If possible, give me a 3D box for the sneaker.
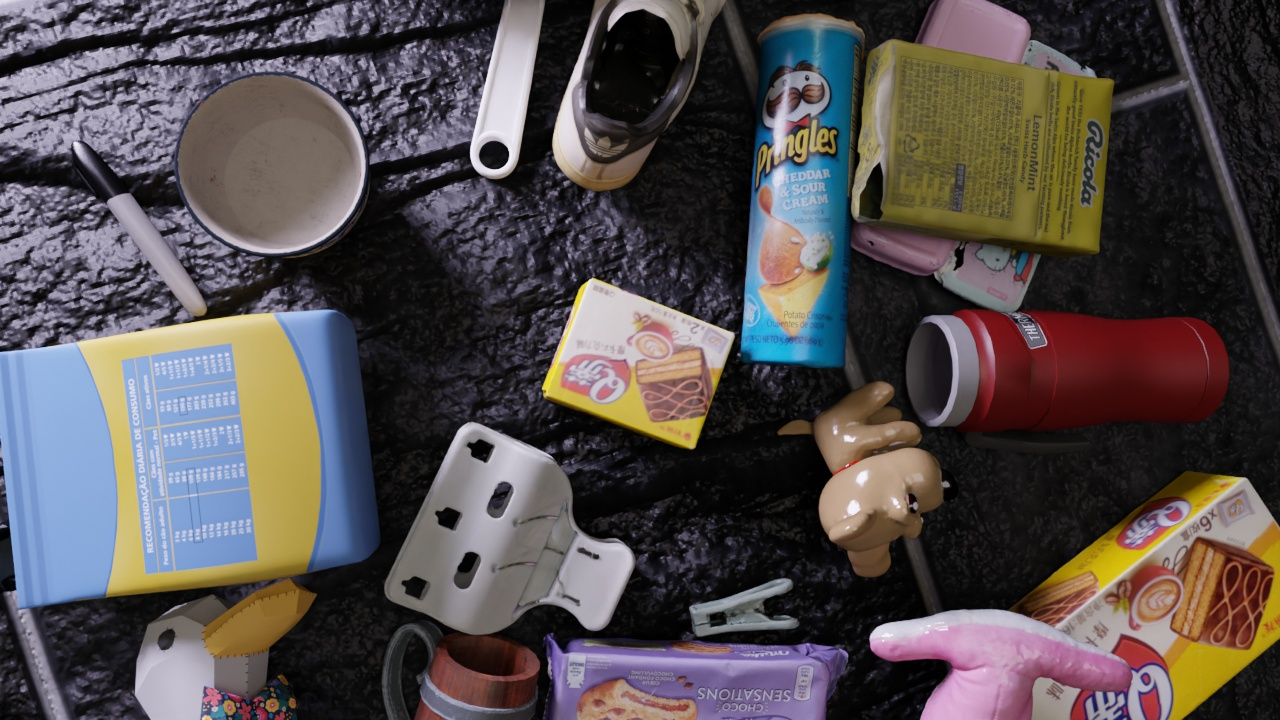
[{"bbox_3d":[0.009,-0.234,0.604,0.089,0.102,0.241,22,85,-6],"label":"sneaker"}]

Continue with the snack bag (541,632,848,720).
[{"bbox_3d":[0.033,0.233,0.615,0.205,0.058,0.096,6,91,-10],"label":"snack bag"}]

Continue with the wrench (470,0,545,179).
[{"bbox_3d":[-0.078,-0.260,0.638,0.066,0.018,0.273,11,88,-6],"label":"wrench"}]

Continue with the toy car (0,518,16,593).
[{"bbox_3d":[-0.357,0.105,0.581,0.112,0.034,0.046,-26,98,-14],"label":"toy car"}]

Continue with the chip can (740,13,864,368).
[{"bbox_3d":[0.110,-0.109,0.625,0.080,0.080,0.229,4,88,-7],"label":"chip can"}]

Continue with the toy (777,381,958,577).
[{"bbox_3d":[0.155,0.078,0.622,0.106,0.134,0.108,-18,62,14],"label":"toy"}]

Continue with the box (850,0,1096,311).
[{"bbox_3d":[0.245,-0.149,0.661,0.154,0.045,0.201,22,86,-7],"label":"box"}]

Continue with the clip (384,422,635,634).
[{"bbox_3d":[-0.078,0.123,0.613,0.151,0.092,0.125,26,87,-20],"label":"clip"}]

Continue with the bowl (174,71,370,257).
[{"bbox_3d":[-0.230,-0.120,0.593,0.115,0.059,0.115,0,88,-7],"label":"bowl"}]

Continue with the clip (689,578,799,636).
[{"bbox_3d":[0.072,0.174,0.639,0.074,0.023,0.035,-10,91,-5],"label":"clip"}]

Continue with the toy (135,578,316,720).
[{"bbox_3d":[-0.247,0.281,0.545,0.247,0.140,0.267,-43,68,10],"label":"toy"}]

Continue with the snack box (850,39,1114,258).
[{"bbox_3d":[0.226,-0.138,0.612,0.180,0.045,0.121,5,90,-17],"label":"snack box"}]

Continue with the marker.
[{"bbox_3d":[-0.331,-0.085,0.603,0.022,0.016,0.138,-34,93,24],"label":"marker"}]

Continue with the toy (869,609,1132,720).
[{"bbox_3d":[0.212,0.288,0.578,0.187,0.127,0.266,6,107,12],"label":"toy"}]

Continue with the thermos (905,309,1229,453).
[{"bbox_3d":[0.293,0.017,0.647,0.198,0.083,0.108,0,121,-9],"label":"thermos"}]

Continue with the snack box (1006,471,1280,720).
[{"bbox_3d":[0.354,0.189,0.652,0.230,0.062,0.110,-35,93,-7],"label":"snack box"}]

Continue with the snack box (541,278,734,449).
[{"bbox_3d":[-0.004,0.004,0.615,0.105,0.061,0.083,21,85,-6],"label":"snack box"}]

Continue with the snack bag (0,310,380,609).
[{"bbox_3d":[-0.274,0.058,0.557,0.205,0.102,0.159,-7,88,-9],"label":"snack bag"}]

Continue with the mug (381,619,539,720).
[{"bbox_3d":[-0.123,0.232,0.586,0.117,0.081,0.111,18,96,30],"label":"mug"}]
